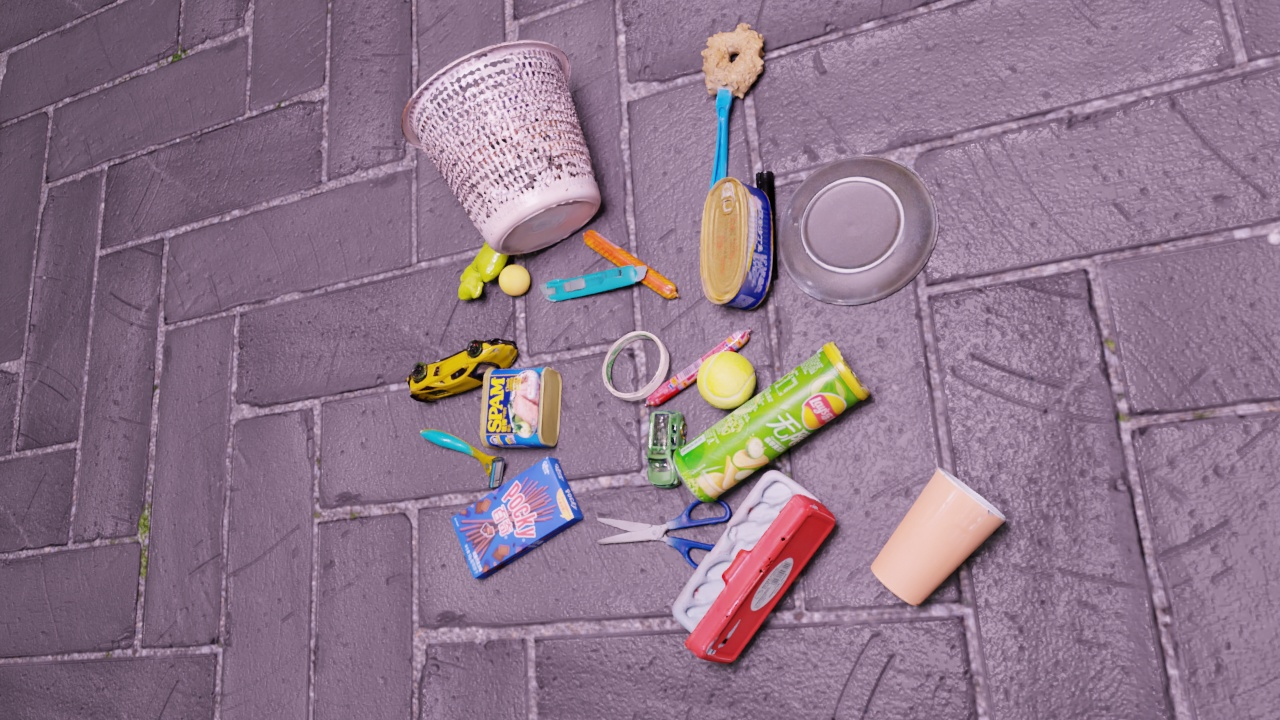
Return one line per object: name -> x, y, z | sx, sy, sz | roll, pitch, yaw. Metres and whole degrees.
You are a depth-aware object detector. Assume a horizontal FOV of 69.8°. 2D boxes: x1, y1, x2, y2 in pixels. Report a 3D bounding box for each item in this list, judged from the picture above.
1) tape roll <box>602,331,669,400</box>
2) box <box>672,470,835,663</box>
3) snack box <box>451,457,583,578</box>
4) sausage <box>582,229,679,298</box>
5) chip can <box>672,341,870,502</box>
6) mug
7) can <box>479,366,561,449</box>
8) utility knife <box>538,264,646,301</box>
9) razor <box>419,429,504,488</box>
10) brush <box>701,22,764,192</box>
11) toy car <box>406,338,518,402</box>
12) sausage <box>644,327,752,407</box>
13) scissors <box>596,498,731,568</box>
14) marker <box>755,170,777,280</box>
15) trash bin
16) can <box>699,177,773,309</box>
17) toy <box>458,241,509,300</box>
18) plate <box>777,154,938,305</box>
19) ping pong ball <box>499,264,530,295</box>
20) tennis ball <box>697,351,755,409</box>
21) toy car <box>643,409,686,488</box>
tape roll -> -0.006, 0.006, 1.095 | 0.086, 0.014, 0.085 | -14, 61, 27
box -> 0.110, 0.214, 0.972 | 0.201, 0.095, 0.099 | -55, 46, 5
snack box -> -0.153, 0.193, 1.122 | 0.157, 0.026, 0.084 | -33, 66, 14
sausage -> -0.014, -0.120, 1.133 | 0.165, 0.021, 0.021 | 37, 94, 27
chip can -> 0.137, 0.071, 0.993 | 0.221, 0.072, 0.072 | -36, 66, 13
mug -> 0.287, 0.176, 0.902 | 0.078, 0.078, 0.123 | 42, 102, 26
can -> -0.147, 0.058, 1.134 | 0.083, 0.057, 0.102 | -3, 77, 22
utility knife -> -0.062, -0.097, 1.143 | 0.165, 0.013, 0.029 | -9, 88, 31
razor -> -0.228, 0.116, 1.173 | 0.133, 0.028, 0.043 | 23, 119, 25
brush -> 0.103, -0.286, 1.113 | 0.083, 0.046, 0.254 | 5, 84, 21
toy car -> -0.227, 0.013, 1.172 | 0.156, 0.071, 0.041 | -23, 68, 18
sausage -> 0.067, 0.010, 1.068 | 0.156, 0.020, 0.020 | -36, 66, 13
scissors -> 0.028, 0.206, 1.045 | 0.171, 0.012, 0.141 | -35, 66, 15
marker -> 0.147, -0.158, 1.069 | 0.020, 0.022, 0.132 | -20, 66, 56
trash bin -> -0.153, -0.247, 1.135 | 0.228, 0.227, 0.192 | -28, 81, 16
can -> 0.110, -0.133, 1.050 | 0.075, 0.049, 0.148 | -10, 74, 48
toy -> -0.203, -0.125, 1.209 | 0.100, 0.031, 0.096 | -35, 40, 31
plate -> 0.238, -0.149, 1.024 | 0.180, 0.024, 0.179 | -6, 76, 24
ping pong ball -> -0.163, -0.104, 1.187 | 0.040, 0.040, 0.040 | -6, 76, 23
tennis ball -> 0.096, 0.022, 1.026 | 0.066, 0.065, 0.065 | -6, 76, 23
toy car -> 0.027, 0.101, 1.057 | 0.043, 0.036, 0.091 | -3, 81, 23
